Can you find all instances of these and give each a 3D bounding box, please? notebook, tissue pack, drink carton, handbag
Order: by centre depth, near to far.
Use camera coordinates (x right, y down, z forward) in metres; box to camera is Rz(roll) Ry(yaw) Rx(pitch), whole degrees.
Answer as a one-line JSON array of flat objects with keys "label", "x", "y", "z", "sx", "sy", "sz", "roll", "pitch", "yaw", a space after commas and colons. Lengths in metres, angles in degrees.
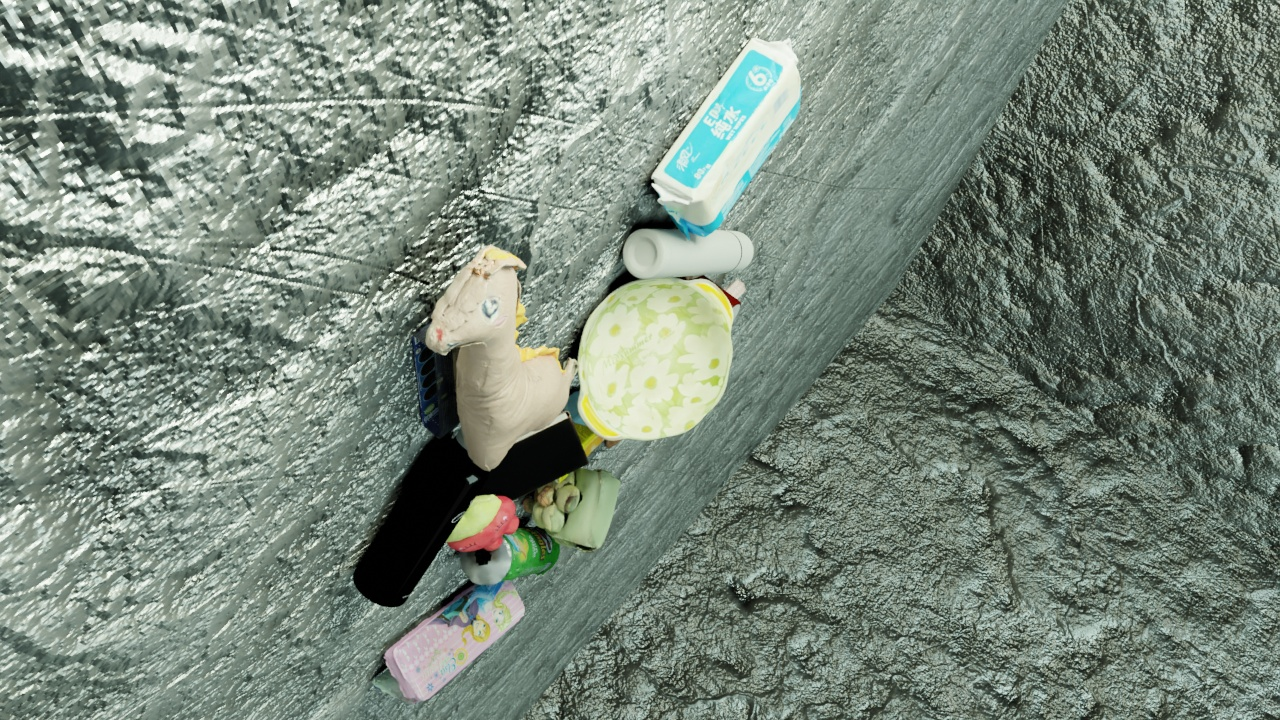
[{"label": "tissue pack", "x": 0.094, "y": -0.226, "z": 0.930, "sx": 0.209, "sy": 0.066, "sz": 0.117, "roll": -53, "pitch": 164, "yaw": 0}, {"label": "notebook", "x": -0.134, "y": 0.123, "z": 1.069, "sx": 0.141, "sy": 0.008, "sz": 0.209, "roll": -25, "pitch": 161, "yaw": -6}, {"label": "drink carton", "x": -0.077, "y": 0.096, "z": 1.223, "sx": 0.134, "sy": 0.043, "sz": 0.059, "roll": -43, "pitch": 161, "yaw": -24}, {"label": "handbag", "x": -0.104, "y": 0.206, "z": 1.284, "sx": 0.187, "sy": 0.117, "sz": 0.113, "roll": 153, "pitch": -47, "yaw": -69}]

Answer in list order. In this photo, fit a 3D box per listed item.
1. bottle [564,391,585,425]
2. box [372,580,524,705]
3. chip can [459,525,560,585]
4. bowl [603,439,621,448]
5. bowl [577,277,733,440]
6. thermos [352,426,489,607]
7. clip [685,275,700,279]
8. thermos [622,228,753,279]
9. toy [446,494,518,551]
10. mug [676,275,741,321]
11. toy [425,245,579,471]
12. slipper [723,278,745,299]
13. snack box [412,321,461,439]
[{"label": "bottle", "x": -0.038, "y": 0.072, "z": 1.177, "sx": 0.130, "sy": 0.040, "sz": 0.040, "roll": 20, "pitch": 110, "yaw": -44}, {"label": "box", "x": -0.275, "y": 0.389, "z": 1.297, "sx": 0.097, "sy": 0.085, "sz": 0.229, "roll": -23, "pitch": -175, "yaw": 36}, {"label": "chip can", "x": -0.177, "y": 0.266, "z": 1.266, "sx": 0.075, "sy": 0.075, "sz": 0.223, "roll": -52, "pitch": 165, "yaw": 0}, {"label": "bowl", "x": -0.024, "y": 0.078, "z": 1.367, "sx": 0.114, "sy": 0.026, "sz": 0.101, "roll": -57, "pitch": 164, "yaw": 17}, {"label": "bowl", "x": 0.009, "y": -0.005, "z": 1.065, "sx": 0.219, "sy": 0.188, "sz": 0.060, "roll": -46, "pitch": -159, "yaw": -8}, {"label": "thermos", "x": -0.202, "y": 0.139, "z": 0.910, "sx": 0.231, "sy": 0.061, "sz": 0.061, "roll": -55, "pitch": 165, "yaw": 13}, {"label": "clip", "x": 0.081, "y": -0.119, "z": 1.188, "sx": 0.060, "sy": 0.043, "sz": 0.025, "roll": -48, "pitch": 164, "yaw": -36}, {"label": "thermos", "x": 0.062, "y": -0.123, "z": 1.046, "sx": 0.223, "sy": 0.052, "sz": 0.052, "roll": -12, "pitch": 138, "yaw": -57}, {"label": "toy", "x": -0.189, "y": 0.197, "z": 1.097, "sx": 0.091, "sy": 0.045, "sz": 0.135, "roll": -32, "pitch": 154, "yaw": -2}, {"label": "mug", "x": 0.080, "y": -0.066, "z": 1.226, "sx": 0.073, "sy": 0.082, "sz": 0.106, "roll": -49, "pitch": 165, "yaw": -9}, {"label": "toy", "x": -0.104, "y": -0.012, "z": 0.762, "sx": 0.195, "sy": 0.065, "sz": 0.265, "roll": -52, "pitch": 162, "yaw": -36}, {"label": "slipper", "x": 0.089, "y": -0.030, "z": 1.331, "sx": 0.238, "sy": 0.064, "sz": 0.094, "roll": -46, "pitch": -173, "yaw": -36}, {"label": "snack box", "x": -0.155, "y": 0.002, "z": 0.799, "sx": 0.082, "sy": 0.027, "sz": 0.150, "roll": -44, "pitch": 164, "yaw": -30}]
